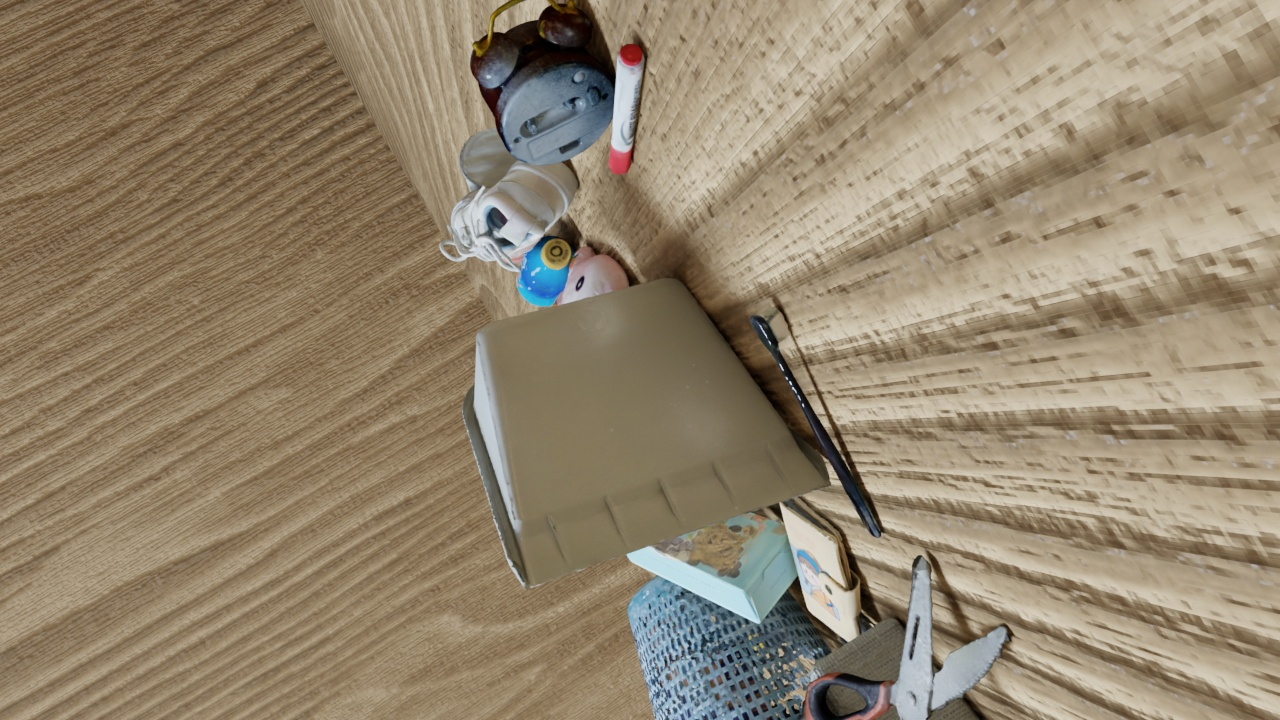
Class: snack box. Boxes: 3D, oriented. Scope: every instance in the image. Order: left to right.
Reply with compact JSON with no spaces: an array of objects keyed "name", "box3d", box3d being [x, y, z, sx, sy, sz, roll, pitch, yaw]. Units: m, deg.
[{"name":"snack box","box3d":[0.059,0.169,0.839,0.175,0.074,0.052,14,141,46]}]

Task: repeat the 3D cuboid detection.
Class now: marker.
[{"name":"marker","box3d":[-0.010,-0.157,0.586,0.017,0.017,0.145,57,170,9]}]

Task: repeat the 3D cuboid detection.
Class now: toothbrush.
[{"name":"toothbrush","box3d":[0.116,0.043,0.579,0.181,0.018,0.016,60,164,-20]}]

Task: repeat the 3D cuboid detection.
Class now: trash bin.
[{"name":"trash bin","box3d":[0.091,0.295,0.891,0.227,0.226,0.195,77,168,-61]}]

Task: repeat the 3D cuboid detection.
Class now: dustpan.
[{"name":"dustpan","box3d":[-0.023,0.046,0.703,0.143,0.222,0.257,99,151,-57]}]

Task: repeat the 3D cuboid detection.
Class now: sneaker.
[{"name":"sneaker","box3d":[-0.141,-0.125,0.909,0.089,0.090,0.243,35,160,-19]}]

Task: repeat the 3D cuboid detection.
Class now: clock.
[{"name":"clock","box3d":[-0.064,-0.182,0.591,0.055,0.082,0.122,60,174,28]}]

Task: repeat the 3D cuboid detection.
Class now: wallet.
[{"name":"wallet","box3d":[0.150,0.171,0.741,0.087,0.024,0.115,-138,28,-62]}]

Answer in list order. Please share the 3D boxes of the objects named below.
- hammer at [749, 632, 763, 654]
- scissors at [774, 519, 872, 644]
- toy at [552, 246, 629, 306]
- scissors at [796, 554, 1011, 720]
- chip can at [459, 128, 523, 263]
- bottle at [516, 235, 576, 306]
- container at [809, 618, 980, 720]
[{"name":"hammer","box3d":[0.059,0.235,1.066,0.300,0.033,0.128,42,-160,-38]},{"name":"scissors","box3d":[0.172,0.211,0.809,0.180,0.014,0.159,48,163,54]},{"name":"toy","box3d":[-0.055,-0.051,0.898,0.054,0.121,0.159,17,-162,-23]},{"name":"scissors","box3d":[0.165,0.229,0.581,0.228,0.015,0.189,-40,61,55]},{"name":"chip can","box3d":[-0.157,-0.182,1.057,0.071,0.071,0.215,57,170,12]},{"name":"bottle","box3d":[-0.104,-0.104,1.047,0.065,0.065,0.219,59,170,-3]},{"name":"container","box3d":[0.187,0.264,0.675,0.114,0.090,0.090,56,169,33]}]
